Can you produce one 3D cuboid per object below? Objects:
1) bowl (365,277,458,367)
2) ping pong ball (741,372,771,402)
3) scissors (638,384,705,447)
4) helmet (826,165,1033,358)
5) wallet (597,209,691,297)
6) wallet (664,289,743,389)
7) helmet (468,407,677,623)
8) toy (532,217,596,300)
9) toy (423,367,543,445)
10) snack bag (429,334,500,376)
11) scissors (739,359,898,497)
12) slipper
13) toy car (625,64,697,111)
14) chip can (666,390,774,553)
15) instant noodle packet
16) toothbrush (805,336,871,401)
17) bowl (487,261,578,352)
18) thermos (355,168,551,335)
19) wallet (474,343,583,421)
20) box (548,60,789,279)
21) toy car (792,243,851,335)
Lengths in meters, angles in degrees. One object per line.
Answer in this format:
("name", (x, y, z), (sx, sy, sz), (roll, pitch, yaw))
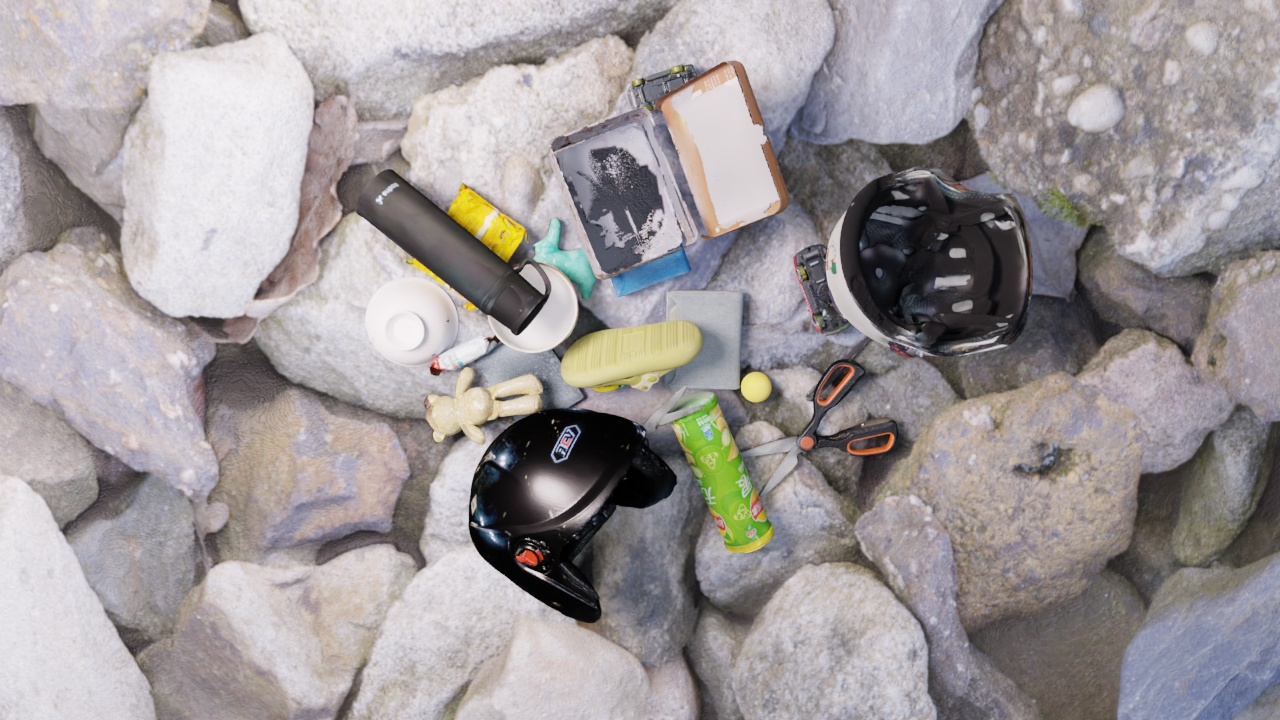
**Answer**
("bowl", (-0.292, -0.043, 1.156), (0.118, 0.064, 0.118), (-1, 102, -5))
("ping pong ball", (0.154, 0.035, 1.219), (0.040, 0.040, 0.040), (-1, 102, -4))
("scissors", (0.011, 0.088, 1.194), (0.163, 0.014, 0.166), (8, 125, 17))
("helmet", (0.338, -0.110, 1.136), (0.274, 0.157, 0.230), (3, 82, -15))
("wallet", (-0.004, -0.158, 1.168), (0.106, 0.040, 0.133), (-20, 101, -4))
("wallet", (0.081, -0.027, 1.203), (0.106, 0.037, 0.130), (1, 102, -5))
("helmet", (-0.094, 0.168, 1.122), (0.230, 0.232, 0.275), (28, 140, 5))
("toy", (-0.098, -0.131, 1.170), (0.092, 0.030, 0.096), (10, 99, -9))
("toy", (-0.200, 0.058, 1.180), (0.157, 0.066, 0.105), (-14, 77, 7))
("snack bag", (-0.223, -0.009, 1.176), (0.105, 0.045, 0.026), (-26, 80, 8))
("scissors", (0.242, 0.093, 1.248), (0.221, 0.021, 0.225), (5, 107, -4))
("slipper", (-0.007, 0.007, 1.168), (0.191, 0.091, 0.082), (-12, 125, 17))
("toy car", (0.027, -0.334, 1.132), (0.090, 0.035, 0.042), (-18, 101, 0))
("chip can", (0.106, 0.147, 1.224), (0.072, 0.072, 0.221), (-24, 102, 1))
("instant noodle packet", (-0.215, -0.139, 1.152), (0.111, 0.044, 0.128), (36, 94, -4))
("toothbrush", (0.289, -0.010, 1.233), (0.015, 0.018, 0.181), (42, 98, -19))
("bowl", (-0.130, -0.064, 1.152), (0.113, 0.062, 0.113), (0, 86, 5))
("thermos", (-0.218, -0.134, 1.100), (0.242, 0.069, 0.089), (38, 63, 0))
("wallet", (-0.145, 0.025, 1.207), (0.097, 0.019, 0.121), (-31, 104, 5))
("box", (0.031, -0.216, 1.082), (0.273, 0.130, 0.179), (-20, 94, 20))
("toy car", (0.237, -0.092, 1.195), (0.053, 0.045, 0.120), (-21, 97, 2))
